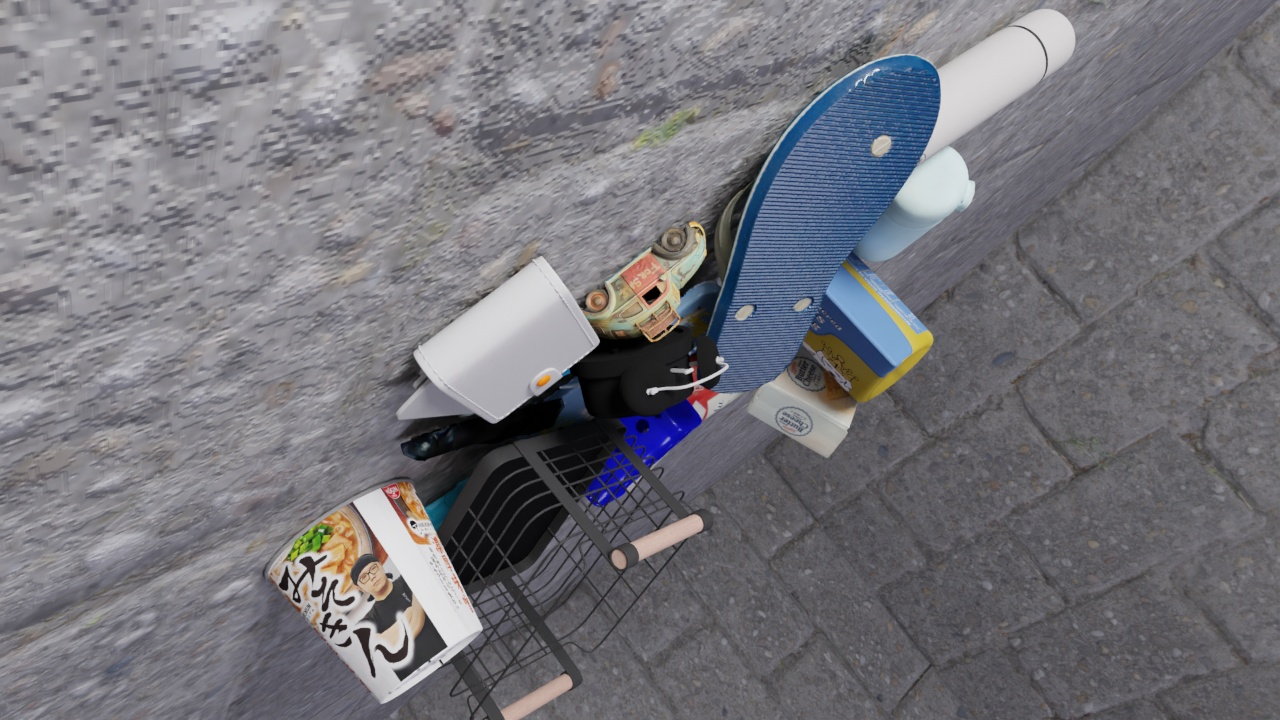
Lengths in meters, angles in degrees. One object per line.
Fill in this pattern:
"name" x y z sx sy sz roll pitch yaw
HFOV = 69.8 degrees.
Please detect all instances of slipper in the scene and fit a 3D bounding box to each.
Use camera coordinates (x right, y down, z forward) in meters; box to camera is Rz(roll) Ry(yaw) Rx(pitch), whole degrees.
"slipper" 0.102 -0.089 0.646 0.118 0.060 0.296 -8 140 -28

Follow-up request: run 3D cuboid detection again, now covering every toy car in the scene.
"toy car" 0.006 -0.042 0.610 0.112 0.047 0.047 -39 165 3

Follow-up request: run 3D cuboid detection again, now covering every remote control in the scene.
"remote control" -0.106 0.050 0.652 0.047 0.022 0.150 -18 177 24

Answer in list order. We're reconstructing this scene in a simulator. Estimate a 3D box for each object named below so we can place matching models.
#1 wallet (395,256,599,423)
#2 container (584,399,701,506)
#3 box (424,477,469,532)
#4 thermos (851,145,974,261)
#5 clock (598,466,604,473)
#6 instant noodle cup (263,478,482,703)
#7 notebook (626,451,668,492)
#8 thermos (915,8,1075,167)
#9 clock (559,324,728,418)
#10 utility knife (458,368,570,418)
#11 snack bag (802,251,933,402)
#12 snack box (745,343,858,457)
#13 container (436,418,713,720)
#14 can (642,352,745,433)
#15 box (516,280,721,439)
"wallet" -0.085 0.001 0.532 0.115 0.037 0.118 -37 165 -3
"container" -0.014 0.067 0.876 0.114 0.084 0.085 -43 169 17
"box" -0.182 0.176 0.841 0.226 0.071 0.182 -32 165 -28
"thermos" 0.228 -0.135 0.804 0.207 0.078 0.065 60 48 -86
"clock" -0.016 0.105 1.067 0.124 0.053 0.090 -44 175 -39
"instant noodle cup" -0.185 0.172 0.668 0.123 0.121 0.124 -36 168 -9
"notebook" 0.055 0.068 1.141 0.142 0.009 0.210 -56 -177 -41
"thermos" 0.241 -0.200 0.695 0.223 0.052 0.052 -34 168 -18
"clock" 0.004 0.008 0.637 0.121 0.042 0.091 2 -160 46
"utility knife" -0.069 0.009 0.661 0.031 0.015 0.174 -42 169 30
"snack bag" 0.199 -0.045 0.895 0.102 0.159 0.205 -43 166 10
"snack box" 0.202 0.002 1.039 0.207 0.104 0.058 -57 175 -45
"container" -0.072 0.173 0.753 0.162 0.130 0.242 -12 143 -51
"can" 0.052 0.035 0.984 0.169 0.067 0.067 -30 166 -32
"box" -0.002 0.009 0.760 0.209 0.034 0.127 -36 167 16
